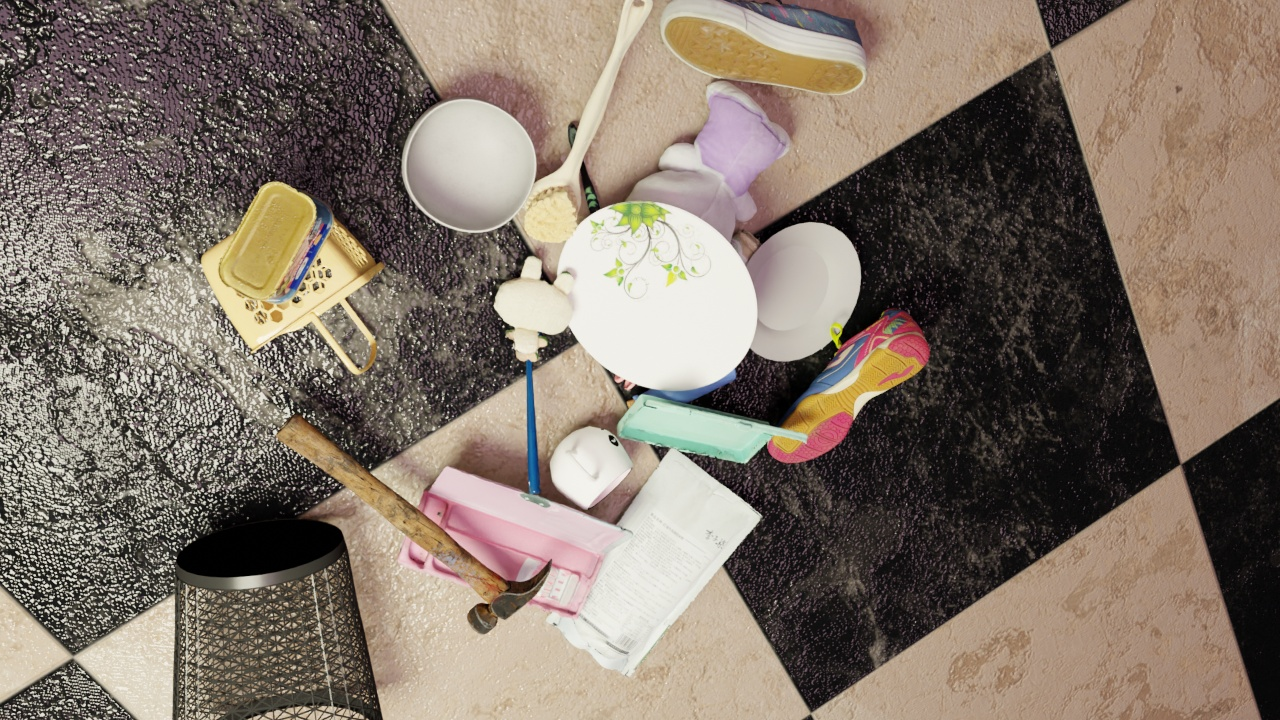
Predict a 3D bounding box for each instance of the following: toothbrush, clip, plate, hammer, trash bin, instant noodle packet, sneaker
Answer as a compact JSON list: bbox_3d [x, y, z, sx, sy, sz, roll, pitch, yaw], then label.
[{"bbox_3d":[-0.051,-0.168,1.015,0.014,0.017,0.188,-16,112,-1],"label":"toothbrush"},{"bbox_3d":[-0.011,0.003,1.078,0.059,0.023,0.041,-45,110,-5],"label":"clip"},{"bbox_3d":[0.019,-0.071,1.006,0.230,0.030,0.230,11,124,17],"label":"plate"},{"bbox_3d":[-0.118,0.052,1.018,0.017,0.016,0.189,3,76,-25],"label":"toothbrush"},{"bbox_3d":[-0.245,0.166,0.988,0.120,0.033,0.330,-41,110,14],"label":"hammer"},{"bbox_3d":[0.185,-0.083,1.097,0.172,0.019,0.173,-10,117,-21],"label":"plate"},{"bbox_3d":[-0.390,0.312,0.973,0.216,0.217,0.243,-4,101,-15],"label":"trash bin"},{"bbox_3d":[0.014,0.256,1.150,0.147,0.057,0.269,38,90,-9],"label":"instant noodle packet"},{"bbox_3d":[0.248,0.033,1.133,0.116,0.091,0.242,30,119,-31],"label":"sneaker"},{"bbox_3d":[0.133,-0.352,0.989,0.235,0.088,0.079,9,69,-15],"label":"sneaker"}]

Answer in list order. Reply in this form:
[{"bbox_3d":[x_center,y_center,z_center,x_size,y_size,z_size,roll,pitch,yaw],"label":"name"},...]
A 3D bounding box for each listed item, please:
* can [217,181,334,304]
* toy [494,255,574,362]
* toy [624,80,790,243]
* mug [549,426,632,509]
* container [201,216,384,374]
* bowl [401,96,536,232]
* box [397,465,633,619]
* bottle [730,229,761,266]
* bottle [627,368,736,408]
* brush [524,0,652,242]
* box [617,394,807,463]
[{"bbox_3d":[-0.301,-0.096,0.760,0.054,0.059,0.100,29,91,-7],"label":"can"},{"bbox_3d":[-0.117,-0.057,1.011,0.087,0.050,0.112,15,96,-18],"label":"toy"},{"bbox_3d":[0.078,-0.191,1.010,0.137,0.085,0.209,35,90,-24],"label":"toy"},{"bbox_3d":[-0.063,0.118,1.046,0.090,0.124,0.076,-44,79,0],"label":"mug"},{"bbox_3d":[-0.314,-0.060,0.882,0.129,0.183,0.167,-36,105,-3],"label":"container"},{"bbox_3d":[-0.176,-0.201,0.941,0.131,0.064,0.132,-5,108,-15],"label":"bowl"},{"bbox_3d":[-0.145,0.203,1.067,0.233,0.075,0.173,24,116,-17],"label":"box"},{"bbox_3d":[0.093,-0.102,1.063,0.110,0.042,0.042,-45,113,0],"label":"bottle"},{"bbox_3d":[0.046,0.028,1.086,0.131,0.048,0.048,-26,112,-7],"label":"bottle"},{"bbox_3d":[-0.052,-0.246,0.941,0.062,0.077,0.273,15,110,-32],"label":"brush"},{"bbox_3d":[0.082,0.076,1.068,0.186,0.138,0.056,14,62,-28],"label":"box"}]
